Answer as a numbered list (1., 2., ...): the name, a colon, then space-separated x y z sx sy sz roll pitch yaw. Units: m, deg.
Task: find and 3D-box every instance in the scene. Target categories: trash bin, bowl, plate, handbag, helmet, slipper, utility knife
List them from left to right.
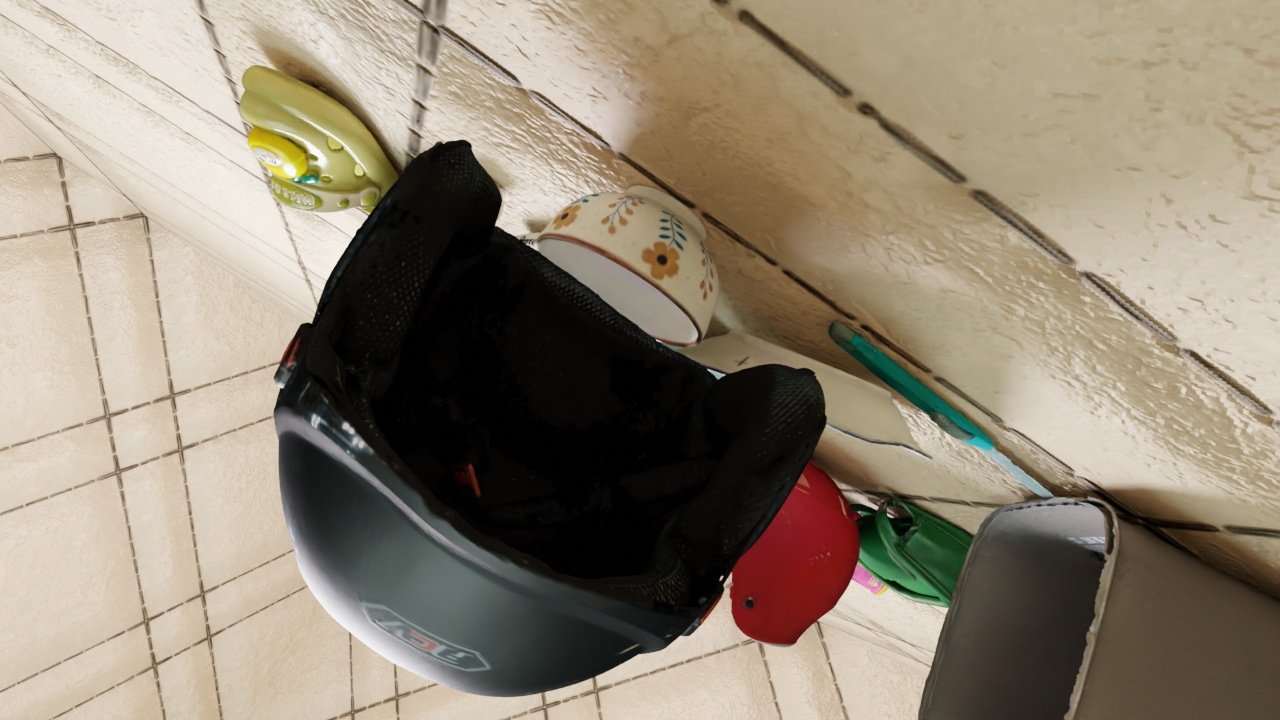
1. slipper: -0.253 -0.153 0.735 0.092 0.081 0.190 24 168 18
2. helmet: -0.061 0.048 0.453 0.233 0.231 0.274 32 -154 -5
3. bowl: 0.001 -0.063 0.544 0.113 0.062 0.113 29 166 8
4. helmet: 0.119 0.144 0.887 0.240 0.144 0.207 58 -174 20
5. plate: 0.104 0.015 0.596 0.164 0.034 0.163 25 -176 37
6. handbag: 0.261 0.181 0.899 0.120 0.068 0.131 39 168 -2
7. utility knife: 0.198 0.037 0.591 0.221 0.013 0.029 34 167 -19
8. trash bin: 0.335 0.219 0.602 0.220 0.198 0.199 21 169 1

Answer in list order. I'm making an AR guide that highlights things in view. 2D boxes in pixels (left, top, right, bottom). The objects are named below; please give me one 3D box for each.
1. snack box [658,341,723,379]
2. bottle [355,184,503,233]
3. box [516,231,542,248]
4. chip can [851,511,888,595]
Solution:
1. snack box: -0.004 0.004 0.683 0.174 0.051 0.074 7 -176 -35
2. bottle: -0.168 -0.108 0.739 0.079 0.044 0.195 -11 -178 -34
3. box: -0.048 -0.070 0.687 0.074 0.081 0.164 4 -178 -34
4. chip can: 0.185 0.176 1.015 0.210 0.071 0.071 29 167 7
